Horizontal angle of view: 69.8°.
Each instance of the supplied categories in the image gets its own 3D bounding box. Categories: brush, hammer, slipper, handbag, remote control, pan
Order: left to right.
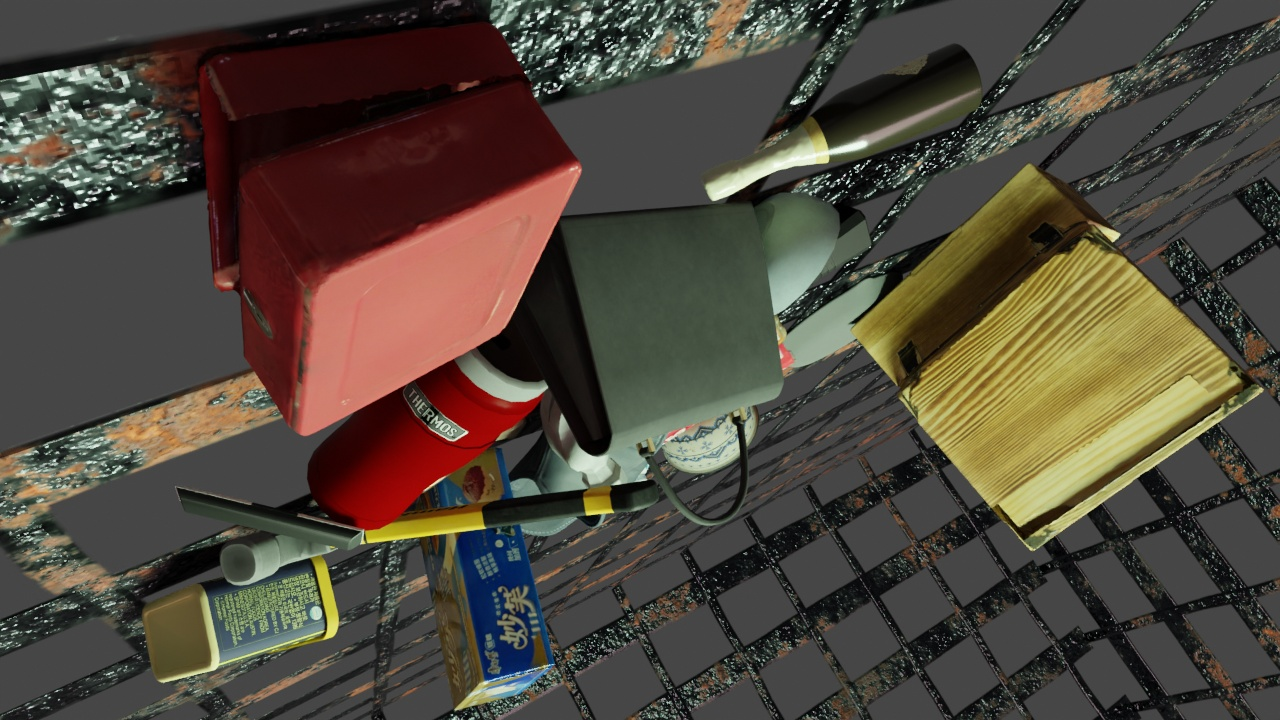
[{"bbox_3d":[-0.251,0.108,0.623,0.124,0.011,0.028,16,148,-11],"label":"remote control"},{"bbox_3d":[-0.145,0.124,0.722,0.325,0.034,0.169,-9,180,12],"label":"hammer"},{"bbox_3d":[-0.112,0.061,0.852,0.150,0.012,0.039,-17,159,-39],"label":"brush"},{"bbox_3d":[-0.059,0.111,0.848,0.109,0.083,0.266,25,131,-19],"label":"slipper"},{"bbox_3d":[0.023,0.007,0.583,0.175,0.195,0.072,-14,173,-44],"label":"handbag"},{"bbox_3d":[0.062,-0.024,0.760,0.327,0.039,0.131,-36,128,-14],"label":"hammer"},{"bbox_3d":[0.196,-0.017,1.132,0.354,0.024,0.217,-25,163,-16],"label":"pan"}]

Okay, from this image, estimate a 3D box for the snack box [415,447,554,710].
[{"bbox_3d":[-0.153,0.206,0.858,0.069,0.202,0.155,-8,156,-23],"label":"snack box"}]

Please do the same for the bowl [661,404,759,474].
[{"bbox_3d":[0.064,0.059,0.998,0.115,0.115,0.059,-32,129,4],"label":"bowl"}]

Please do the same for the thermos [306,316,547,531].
[{"bbox_3d":[-0.137,0.031,0.616,0.199,0.084,0.107,-39,-169,34],"label":"thermos"}]

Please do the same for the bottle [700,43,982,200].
[{"bbox_3d":[0.127,-0.148,0.597,0.184,0.045,0.045,-23,164,1],"label":"bottle"}]

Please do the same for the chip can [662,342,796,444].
[{"bbox_3d":[0.041,0.034,0.935,0.233,0.073,0.073,-32,163,3],"label":"chip can"}]

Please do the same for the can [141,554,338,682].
[{"bbox_3d":[-0.339,0.217,0.772,0.136,0.075,0.104,-24,168,40],"label":"can"}]

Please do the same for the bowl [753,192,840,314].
[{"bbox_3d":[0.093,-0.083,0.672,0.039,0.106,0.107,35,124,-23],"label":"bowl"}]

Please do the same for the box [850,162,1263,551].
[{"bbox_3d":[0.466,-0.008,1.048,0.280,0.336,0.285,-46,156,28],"label":"box"}]

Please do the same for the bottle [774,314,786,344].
[{"bbox_3d":[0.056,-0.002,0.872,0.167,0.059,0.059,-33,163,7],"label":"bottle"}]

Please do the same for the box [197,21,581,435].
[{"bbox_3d":[-0.109,-0.051,0.394,0.129,0.097,0.158,-26,164,-30],"label":"box"}]

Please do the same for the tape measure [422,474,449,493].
[{"bbox_3d":[-0.184,0.087,0.771,0.058,0.038,0.058,-36,176,20],"label":"tape measure"}]

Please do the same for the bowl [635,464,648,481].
[{"bbox_3d":[-0.037,0.121,1.047,0.144,0.074,0.144,-28,163,-9],"label":"bowl"}]
